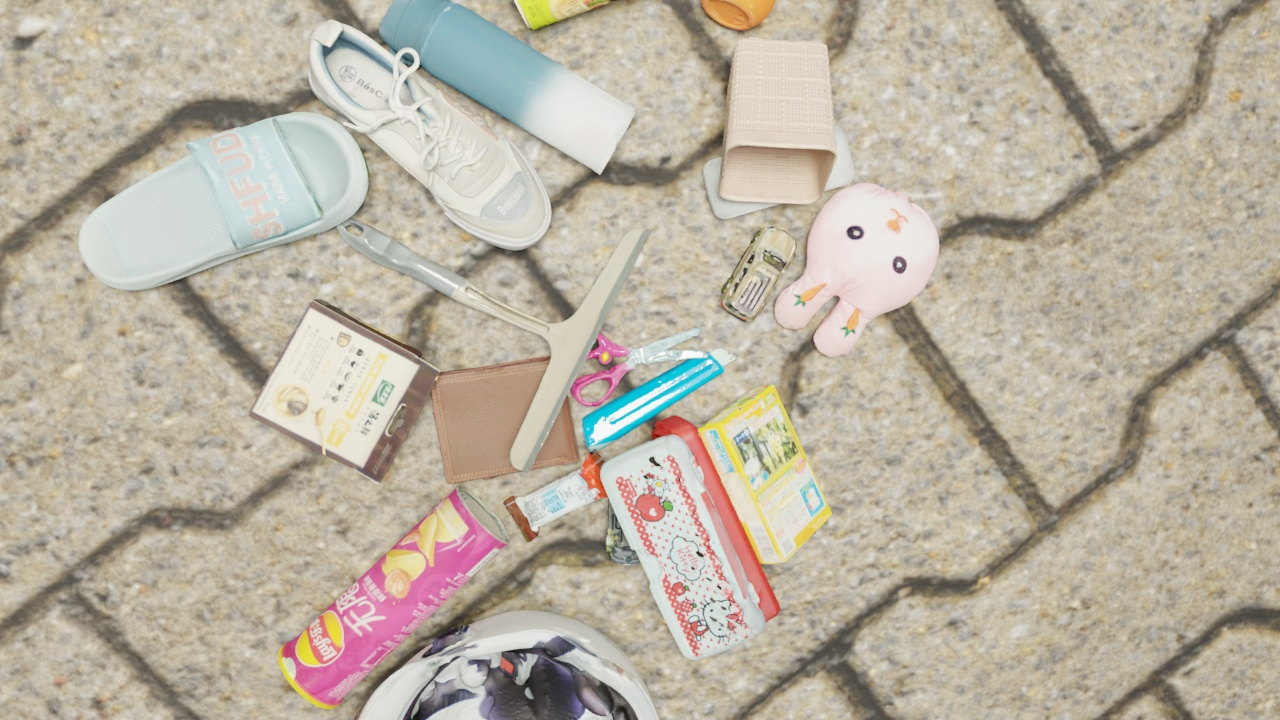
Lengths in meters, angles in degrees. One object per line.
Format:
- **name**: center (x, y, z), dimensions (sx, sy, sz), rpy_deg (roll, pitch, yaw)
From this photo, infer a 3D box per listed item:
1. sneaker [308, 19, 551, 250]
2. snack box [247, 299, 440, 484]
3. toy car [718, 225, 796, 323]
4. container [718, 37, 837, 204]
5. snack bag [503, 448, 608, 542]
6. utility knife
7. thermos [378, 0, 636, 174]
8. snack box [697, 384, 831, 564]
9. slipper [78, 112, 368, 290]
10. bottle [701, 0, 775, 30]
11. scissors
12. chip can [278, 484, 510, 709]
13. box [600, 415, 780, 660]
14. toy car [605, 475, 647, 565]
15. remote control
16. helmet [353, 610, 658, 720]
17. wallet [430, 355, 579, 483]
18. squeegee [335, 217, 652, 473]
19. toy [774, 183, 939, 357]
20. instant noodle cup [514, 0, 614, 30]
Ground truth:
- **sneaker**: center (-0.169, -0.189, 0.755), dimensions (0.242, 0.091, 0.089), rpy_deg (39, 77, -7)
- **snack box**: center (-0.252, 0.026, 0.791), dimensions (0.125, 0.053, 0.113), rpy_deg (29, 91, -9)
- **toy car**: center (0.109, -0.079, 0.833), dimensions (0.042, 0.035, 0.090), rpy_deg (31, 89, -10)
- **container**: center (0.115, -0.204, 0.778), dimensions (0.090, 0.090, 0.110), rpy_deg (3, 71, 1)
- **snack bag**: center (-0.071, 0.122, 0.827), dimensions (0.104, 0.026, 0.048), rpy_deg (-32, 92, 17)
- **utility knife**: center (0.016, 0.032, 0.841), dimensions (0.159, 0.018, 0.034), rpy_deg (-30, 84, -4)
- **thermos**: center (-0.112, -0.240, 0.778), dimensions (0.220, 0.070, 0.070), rpy_deg (29, 91, -8)
- **snack box**: center (0.115, 0.102, 0.830), dimensions (0.086, 0.034, 0.140), rpy_deg (-33, 103, -41)
- **slipper**: center (-0.346, -0.133, 0.749), dimensions (0.245, 0.074, 0.104), rpy_deg (-24, 86, -1)
- **bottle**: center (0.105, -0.365, 0.794), dimensions (0.066, 0.067, 0.149), rpy_deg (25, 85, -8)
- **scissors**: center (-0.003, 0.006, 0.832), dimensions (0.137, 0.017, 0.083), rpy_deg (-1, 88, -2)
- **chip can**: center (-0.214, 0.205, 0.805), dimensions (0.210, 0.071, 0.071), rpy_deg (-43, 98, -2)
- **box**: center (0.038, 0.158, 0.814), dimensions (0.101, 0.095, 0.201), rpy_deg (-26, 99, -9)
- **toy car**: center (-0.011, 0.141, 0.840), dimensions (0.043, 0.034, 0.090), rpy_deg (-1, 81, -3)
- **remote control**: center (0.125, -0.170, 0.832), dimensions (0.136, 0.020, 0.056), rpy_deg (-17, 97, -4)
- **helmet**: center (-0.110, 0.318, 0.790), dimensions (0.259, 0.146, 0.229), rpy_deg (-17, 96, 3)
- **wallet**: center (-0.122, 0.053, 0.822), dimensions (0.124, 0.032, 0.101), rpy_deg (-9, 99, -5)
- **squeegee**: center (-0.153, -0.061, 0.801), dimensions (0.246, 0.039, 0.246), rpy_deg (26, 72, -1)
- **toy**: center (0.197, -0.081, 0.836), dimensions (0.121, 0.054, 0.159), rpy_deg (32, 99, -9)
- **instant noodle cup**: center (-0.055, -0.336, 0.759), dimensions (0.123, 0.111, 0.111), rpy_deg (-25, 98, 5)
